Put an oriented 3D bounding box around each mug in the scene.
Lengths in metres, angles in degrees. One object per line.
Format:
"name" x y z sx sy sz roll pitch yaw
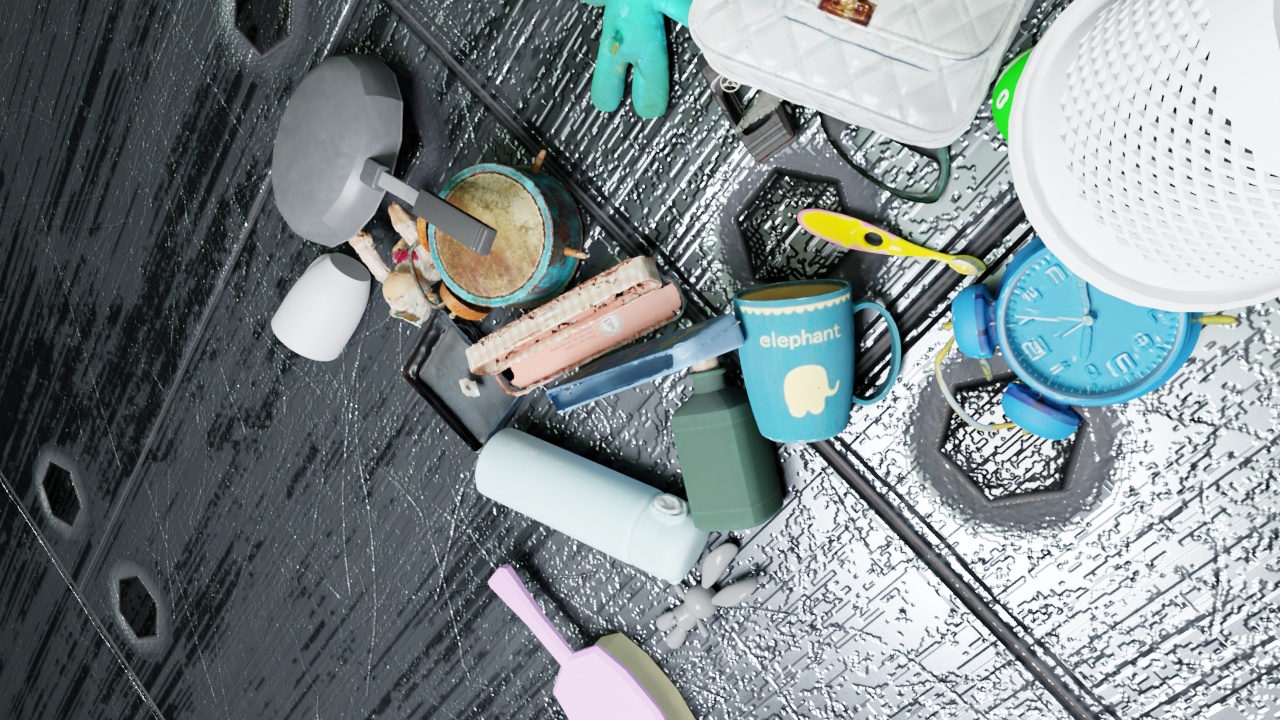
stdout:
"mug" 0.125 -0.001 0.644 0.112 0.084 0.104 -6 102 3
"mug" -0.311 -0.068 0.902 0.090 0.071 0.107 -51 45 20

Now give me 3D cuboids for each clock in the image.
"clock" 0.260 -0.016 0.562 0.162 0.060 0.117 -40 80 28
"clock" -0.125 -0.097 0.770 0.158 0.073 0.121 -22 89 21

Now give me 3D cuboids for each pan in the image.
"pan" -0.226 -0.158 0.771 0.357 0.041 0.179 33 104 41

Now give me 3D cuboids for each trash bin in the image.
"trash bin" 0.291 -0.123 0.401 0.195 0.199 0.195 0 91 7

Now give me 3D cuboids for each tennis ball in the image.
"tennis ball" 0.242 -0.154 0.542 0.065 0.065 0.065 7 104 30

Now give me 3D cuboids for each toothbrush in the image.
"toothbrush" 0.169 -0.081 0.631 0.135 0.016 0.021 22 115 26

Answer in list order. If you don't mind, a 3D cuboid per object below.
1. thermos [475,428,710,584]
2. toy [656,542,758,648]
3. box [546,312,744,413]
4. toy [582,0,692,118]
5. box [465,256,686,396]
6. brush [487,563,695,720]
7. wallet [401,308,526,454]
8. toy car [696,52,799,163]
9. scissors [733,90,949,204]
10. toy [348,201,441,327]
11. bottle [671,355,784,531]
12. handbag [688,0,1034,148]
"thermos" -0.041 0.120 0.771 0.207 0.065 0.078 19 129 27
"toy" 0.050 0.198 0.754 0.112 0.030 0.049 -52 58 34
"box" -0.005 0.001 0.685 0.210 0.065 0.037 -22 92 57
"toy" -0.004 -0.275 0.668 0.131 0.072 0.194 19 119 26
"box" -0.055 -0.025 0.744 0.187 0.085 0.048 -26 61 26
"brush" -0.048 0.270 0.820 0.228 0.043 0.089 46 119 15
"wallet" -0.161 0.019 0.845 0.115 0.026 0.089 44 118 15
"toy car" 0.075 -0.188 0.652 0.040 0.037 0.092 -32 83 32
"scissors" 0.151 -0.213 0.605 0.201 0.015 0.202 37 108 6
"toy" -0.216 -0.079 0.828 0.085 0.074 0.106 -14 83 27
"bottle" 0.062 0.058 0.698 0.061 0.061 0.131 -10 95 35
"handbag" 0.134 -0.222 0.562 0.195 0.072 0.139 22 104 9
